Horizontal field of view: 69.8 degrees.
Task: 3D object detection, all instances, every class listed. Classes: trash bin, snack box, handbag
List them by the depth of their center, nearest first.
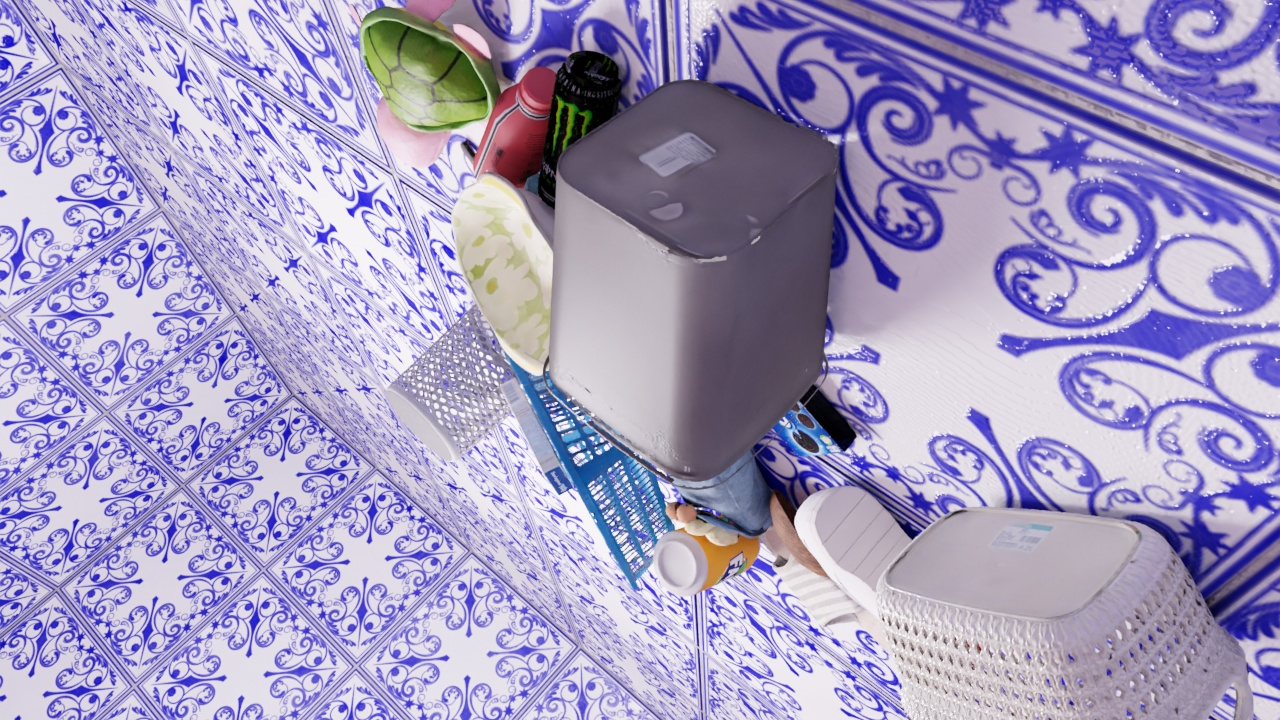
[{"bbox_3d":[0.038,-0.062,0.688,0.197,0.196,0.220,35,149,25],"label":"trash bin"},{"bbox_3d":[0.130,0.029,0.871,0.150,0.027,0.082,49,157,-7],"label":"snack box"},{"bbox_3d":[0.075,0.138,1.031,0.122,0.118,0.192,29,160,36],"label":"handbag"},{"bbox_3d":[-0.138,0.101,1.219,0.150,0.026,0.082,59,173,31],"label":"snack box"},{"bbox_3d":[-0.251,0.035,1.318,0.156,0.183,0.157,37,156,19],"label":"trash bin"}]

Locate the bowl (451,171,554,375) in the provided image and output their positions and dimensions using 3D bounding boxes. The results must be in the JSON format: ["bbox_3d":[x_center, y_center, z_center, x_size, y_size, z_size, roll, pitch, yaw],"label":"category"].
[{"bbox_3d":[-0.100,-0.087,0.868,0.188,0.060,0.220,35,143,32],"label":"bowl"}]

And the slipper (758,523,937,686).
[{"bbox_3d":[0.247,0.290,1.082,0.272,0.053,0.115,40,151,11],"label":"slipper"}]

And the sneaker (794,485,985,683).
[{"bbox_3d":[0.248,0.227,0.937,0.236,0.090,0.104,45,166,-3],"label":"sneaker"}]

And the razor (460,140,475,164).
[{"bbox_3d":[-0.163,-0.193,0.995,0.106,0.042,0.026,55,160,1],"label":"razor"}]

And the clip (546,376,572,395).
[{"bbox_3d":[-0.110,0.030,1.263,0.054,0.048,0.046,86,179,-56],"label":"clip"}]

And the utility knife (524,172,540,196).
[{"bbox_3d":[-0.115,-0.153,0.926,0.015,0.022,0.148,56,160,3],"label":"utility knife"}]

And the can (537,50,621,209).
[{"bbox_3d":[-0.052,-0.185,0.760,0.054,0.053,0.138,38,142,16],"label":"can"}]

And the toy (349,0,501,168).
[{"bbox_3d":[-0.202,-0.266,0.866,0.190,0.087,0.239,33,155,-14],"label":"toy"}]

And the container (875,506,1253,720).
[{"bbox_3d":[0.303,0.206,0.700,0.252,0.184,0.143,-6,113,60],"label":"container"}]

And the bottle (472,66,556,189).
[{"bbox_3d":[-0.108,-0.208,0.834,0.062,0.062,0.177,47,157,-4],"label":"bottle"}]

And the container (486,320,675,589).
[{"bbox_3d":[-0.056,0.101,1.105,0.257,0.089,0.363,58,172,30],"label":"container"}]

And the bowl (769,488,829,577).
[{"bbox_3d":[0.171,0.196,1.012,0.114,0.026,0.102,55,-170,9],"label":"bowl"}]

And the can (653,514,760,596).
[{"bbox_3d":[0.085,0.238,1.136,0.079,0.142,0.079,3,94,37],"label":"can"}]
